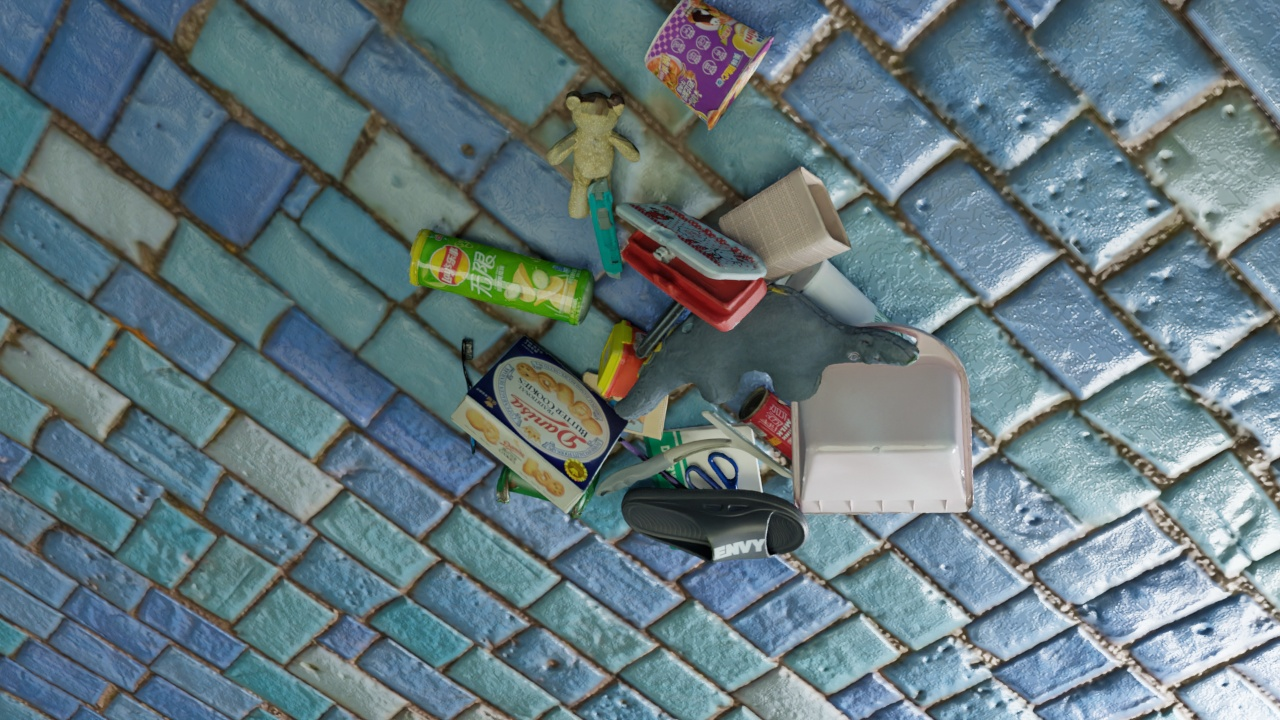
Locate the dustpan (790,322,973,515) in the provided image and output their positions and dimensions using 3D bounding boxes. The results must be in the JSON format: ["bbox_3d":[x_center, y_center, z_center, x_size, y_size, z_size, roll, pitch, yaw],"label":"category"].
[{"bbox_3d":[0.294,0.080,1.118,0.223,0.138,0.274,-2,151,11],"label":"dustpan"}]

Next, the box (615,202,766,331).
[{"bbox_3d":[0.047,-0.123,0.998,0.094,0.201,0.091,-45,135,-4],"label":"box"}]

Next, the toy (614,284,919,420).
[{"bbox_3d":[0.129,-0.016,1.042,0.357,0.091,0.138,-9,85,21],"label":"toy"}]

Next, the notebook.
[{"bbox_3d":[0.095,0.179,1.279,0.150,0.012,0.209,-6,119,14],"label":"notebook"}]

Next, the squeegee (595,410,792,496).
[{"bbox_3d":[0.044,0.131,1.193,0.247,0.039,0.246,-20,146,26],"label":"squeegee"}]

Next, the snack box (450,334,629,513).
[{"bbox_3d":[-0.118,0.073,1.135,0.178,0.182,0.046,40,120,-4],"label":"snack box"}]

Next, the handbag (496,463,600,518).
[{"bbox_3d":[-0.126,0.163,1.242,0.131,0.120,0.068,15,116,2],"label":"handbag"}]

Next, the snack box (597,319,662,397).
[{"bbox_3d":[-0.007,0.007,1.149,0.080,0.091,0.082,19,122,-11],"label":"snack box"}]

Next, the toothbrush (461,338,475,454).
[{"bbox_3d":[-0.232,0.053,1.256,0.016,0.014,0.190,-7,123,-14],"label":"toothbrush"}]

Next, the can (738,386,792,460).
[{"bbox_3d":[0.193,0.093,1.186,0.132,0.053,0.053,37,119,-13],"label":"can"}]

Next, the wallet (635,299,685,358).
[{"bbox_3d":[0.044,-0.062,1.094,0.019,0.097,0.121,39,119,-3],"label":"wallet"}]

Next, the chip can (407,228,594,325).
[{"bbox_3d":[-0.167,-0.101,1.120,0.221,0.072,0.073,14,121,0],"label":"chip can"}]

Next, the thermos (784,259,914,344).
[{"bbox_3d":[0.272,-0.031,1.093,0.224,0.073,0.073,40,118,-15],"label":"thermos"}]

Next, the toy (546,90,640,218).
[{"bbox_3d":[-0.053,-0.228,1.038,0.105,0.066,0.157,3,127,-3],"label":"toy"}]

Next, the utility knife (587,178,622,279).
[{"bbox_3d":[-0.039,-0.150,1.076,0.029,0.013,0.161,-2,142,7],"label":"utility knife"}]

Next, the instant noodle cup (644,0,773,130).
[{"bbox_3d":[0.066,-0.312,0.943,0.099,0.111,0.112,37,119,-3],"label":"instant noodle cup"}]

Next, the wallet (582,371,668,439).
[{"bbox_3d":[-0.022,0.057,1.217,0.115,0.024,0.087,13,124,9],"label":"wallet"}]

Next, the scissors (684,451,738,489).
[{"bbox_3d":[0.139,0.188,1.261,0.173,0.012,0.129,22,122,-5],"label":"scissors"}]

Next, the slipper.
[{"bbox_3d":[0.092,0.235,1.238,0.268,0.083,0.111,3,132,23],"label":"slipper"}]

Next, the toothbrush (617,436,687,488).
[{"bbox_3d":[0.036,0.161,1.264,0.189,0.014,0.017,39,133,-12],"label":"toothbrush"}]

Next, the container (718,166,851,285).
[{"bbox_3d":[0.158,-0.144,1.021,0.111,0.090,0.090,-26,76,26],"label":"container"}]
